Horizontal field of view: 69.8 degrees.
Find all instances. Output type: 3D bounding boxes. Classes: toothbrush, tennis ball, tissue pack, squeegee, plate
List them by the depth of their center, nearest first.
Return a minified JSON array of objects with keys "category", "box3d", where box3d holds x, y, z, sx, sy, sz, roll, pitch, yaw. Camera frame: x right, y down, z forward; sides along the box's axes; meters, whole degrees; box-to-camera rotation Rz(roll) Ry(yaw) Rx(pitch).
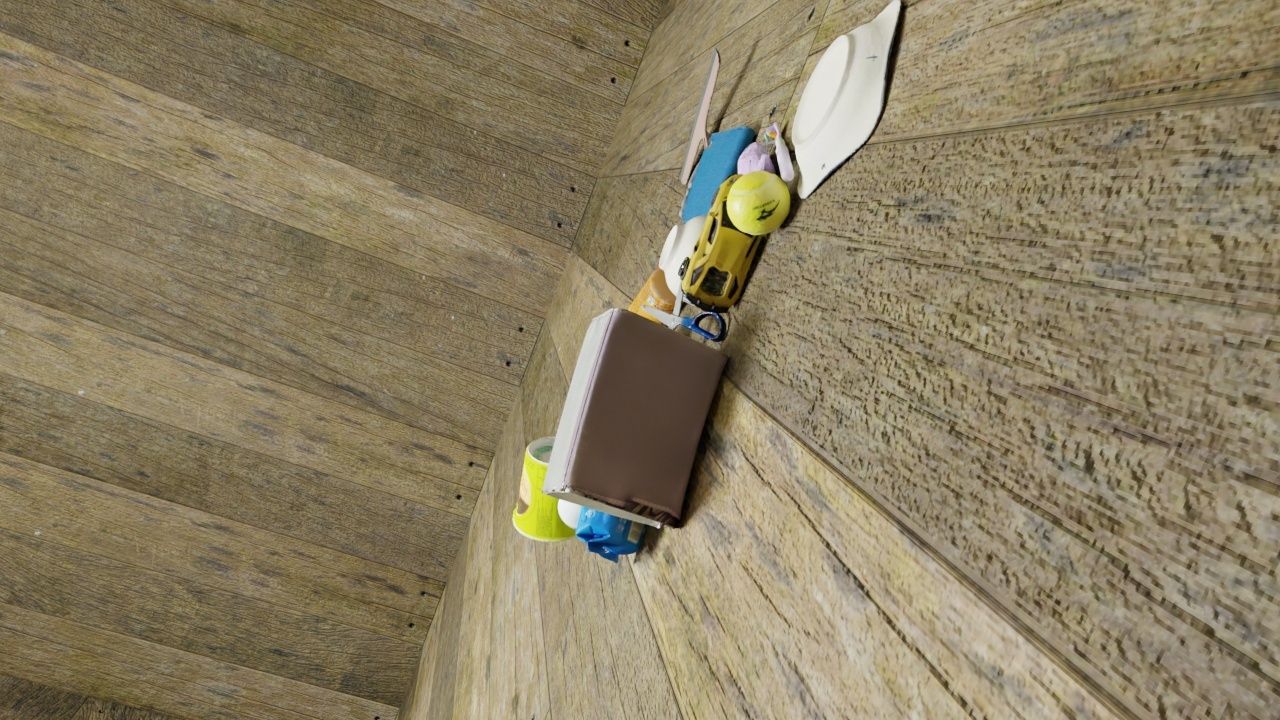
[{"category":"plate","box3d":[0.186,-0.252,0.879,0.164,0.034,0.164,137,151,-67]},{"category":"tennis ball","box3d":[0.122,-0.162,0.946,0.065,0.065,0.065,-161,91,-78]},{"category":"toothbrush","box3d":[0.152,-0.226,0.998,0.188,0.021,0.029,-84,11,-63]},{"category":"tissue pack","box3d":[-0.022,0.146,1.034,0.095,0.052,0.157,44,-122,-58]},{"category":"squeegee","box3d":[0.088,-0.293,1.376,0.248,0.040,0.248,107,176,-48]}]

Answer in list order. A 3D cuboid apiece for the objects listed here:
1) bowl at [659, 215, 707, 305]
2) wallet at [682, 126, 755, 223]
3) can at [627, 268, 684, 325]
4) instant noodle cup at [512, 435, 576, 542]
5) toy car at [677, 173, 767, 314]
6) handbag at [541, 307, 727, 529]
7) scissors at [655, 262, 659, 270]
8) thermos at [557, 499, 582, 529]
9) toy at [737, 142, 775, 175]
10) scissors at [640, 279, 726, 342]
[{"category":"bowl","box3d":[0.064,-0.132,1.156,0.116,0.066,0.116,-161,91,-79]},{"category":"wallet","box3d":[0.104,-0.243,1.230,0.133,0.040,0.106,-69,20,-2]},{"category":"can","box3d":[0.016,-0.071,1.294,0.146,0.058,0.058,128,159,-57]},{"category":"instant noodle cup","box3d":[-0.127,0.179,1.324,0.111,0.111,0.124,-95,10,-64]},{"category":"toy car","box3d":[0.095,-0.129,0.999,0.041,0.071,0.156,-112,44,-75]},{"category":"handbag","box3d":[-0.005,0.063,0.953,0.099,0.145,0.196,-25,47,67]},{"category":"scissors","box3d":[0.054,-0.153,1.356,0.227,0.015,0.188,154,138,-74]},{"category":"thermos","box3d":[-0.058,0.143,1.178,0.225,0.073,0.073,113,171,-54]},{"category":"toy","box3d":[0.131,-0.211,1.052,0.107,0.039,0.084,-93,14,-60]},{"category":"scissors","box3d":[0.039,-0.035,1.080,0.173,0.012,0.162,28,93,55]}]
